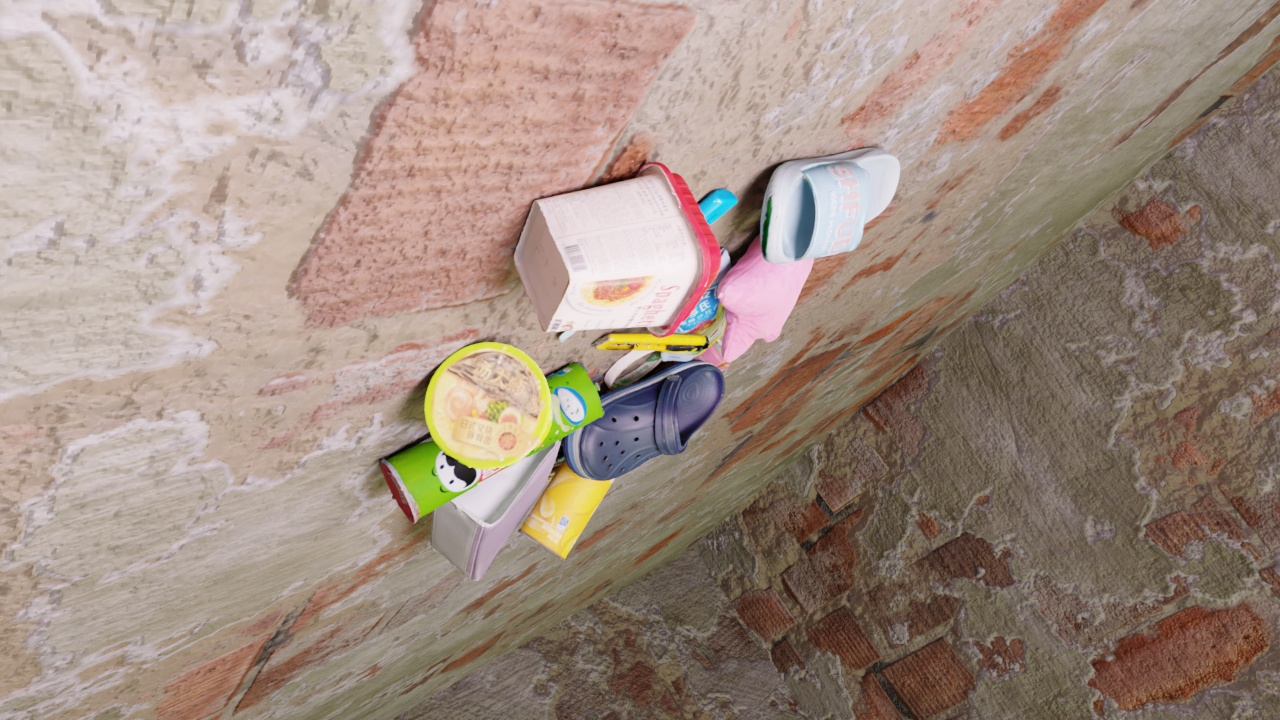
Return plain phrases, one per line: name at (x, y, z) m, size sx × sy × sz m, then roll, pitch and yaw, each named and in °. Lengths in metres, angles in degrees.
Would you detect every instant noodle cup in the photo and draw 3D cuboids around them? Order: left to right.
instant noodle cup at (-0.130, 0.048, 0.860) m, size 0.111 × 0.111 × 0.123 m, roll -35°, pitch 171°, yaw -2°
instant noodle cup at (-0.022, -0.080, 0.709) m, size 0.124 × 0.116 × 0.117 m, roll -11°, pitch 154°, yaw -29°

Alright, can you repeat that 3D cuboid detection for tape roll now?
tape roll at (-0.007, 0.007, 1.140) m, size 0.085 × 0.014 × 0.086 m, roll -32°, pitch 164°, yaw -11°

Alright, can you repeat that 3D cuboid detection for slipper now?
slipper at (0.020, 0.077, 1.103) m, size 0.252 × 0.095 × 0.105 m, roll -26°, pitch 119°, yaw -38°
slipper at (0.204, -0.157, 0.936) m, size 0.244 × 0.074 × 0.104 m, roll -26°, pitch 133°, yaw -41°

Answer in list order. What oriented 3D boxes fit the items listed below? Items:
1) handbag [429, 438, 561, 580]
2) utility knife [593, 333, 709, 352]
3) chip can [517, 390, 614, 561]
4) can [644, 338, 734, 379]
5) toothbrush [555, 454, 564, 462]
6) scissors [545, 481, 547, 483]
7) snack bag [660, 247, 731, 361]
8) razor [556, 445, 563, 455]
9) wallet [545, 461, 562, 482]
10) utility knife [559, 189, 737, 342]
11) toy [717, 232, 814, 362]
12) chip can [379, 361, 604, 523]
handbag at (-0.174, 0.155, 1.074) m, size 0.144 × 0.098 × 0.197 m, roll -45°, pitch 170°, yaw -31°
utility knife at (0.016, -0.018, 1.033) m, size 0.156 × 0.015 × 0.033 m, roll 0°, pitch 154°, yaw -33°
chip can at (-0.069, 0.142, 1.156) m, size 0.213 × 0.072 × 0.072 m, roll -57°, pitch 168°, yaw -13°
can at (0.052, 0.024, 1.229) m, size 0.147 × 0.058 × 0.058 m, roll -39°, pitch 164°, yaw 14°
toothbrush at (-0.042, 0.096, 1.326) m, size 0.187 × 0.016 × 0.017 m, roll -30°, pitch 154°, yaw -15°
scissors at (-0.189, 0.205, 1.325) m, size 0.235 × 0.021 × 0.152 m, roll -36°, pitch 164°, yaw 6°
snack bag at (0.062, -0.056, 1.061) m, size 0.110 × 0.039 × 0.191 m, roll -28°, pitch 160°, yaw -3°
razor at (-0.088, 0.125, 1.278) m, size 0.043 × 0.022 × 0.142 m, roll -16°, pitch 165°, yaw 39°
wallet at (-0.120, 0.151, 1.246) m, size 0.115 × 0.024 × 0.087 m, roll -16°, pitch 166°, yaw 27°
utility knife at (0.000, -0.087, 0.883) m, size 0.225 × 0.018 × 0.034 m, roll -39°, pitch 164°, yaw 19°
toy at (0.138, -0.091, 1.013) m, size 0.178 × 0.074 × 0.195 m, roll -18°, pitch 133°, yaw -54°
chip can at (-0.150, 0.082, 0.962) m, size 0.235 × 0.072 × 0.072 m, roll -28°, pitch 163°, yaw -25°
